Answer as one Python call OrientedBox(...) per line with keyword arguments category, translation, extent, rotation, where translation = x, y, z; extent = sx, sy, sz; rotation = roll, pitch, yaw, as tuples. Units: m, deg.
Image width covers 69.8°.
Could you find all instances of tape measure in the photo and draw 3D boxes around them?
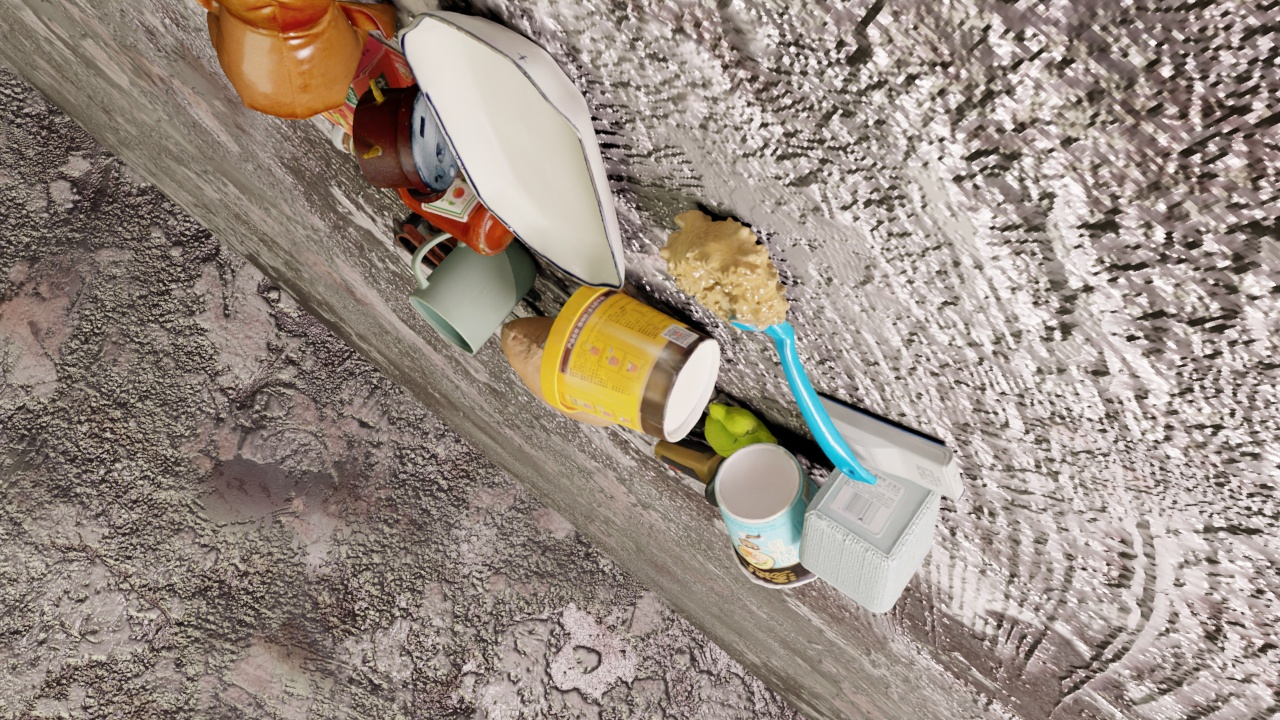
OrientedBox(category="tape measure", translation=(-0.234, -0.135, 1.027), extent=(0.066, 0.033, 0.066), rotation=(46, 161, -29))

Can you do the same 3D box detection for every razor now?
OrientedBox(category="razor", translation=(0.065, 0.115, 0.992), extent=(0.062, 0.067, 0.168), rotation=(48, 164, -26))

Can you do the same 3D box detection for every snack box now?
OrientedBox(category="snack box", translation=(-0.239, -0.229, 0.762), extent=(0.127, 0.044, 0.113), rotation=(35, 164, 13))

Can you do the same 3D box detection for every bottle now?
OrientedBox(category="bottle", translation=(-0.198, -0.165, 0.827), extent=(0.206, 0.059, 0.060), rotation=(33, 163, 21))

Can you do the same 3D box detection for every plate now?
OrientedBox(category="plate", translation=(-0.077, -0.145, 0.654), extent=(0.162, 0.034, 0.266), rotation=(33, 163, 22))

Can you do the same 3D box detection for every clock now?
OrientedBox(category="clock", translation=(-0.174, -0.168, 0.711), extent=(0.055, 0.082, 0.122), rotation=(2, 176, 12))

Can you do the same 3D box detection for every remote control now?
OrientedBox(category="remote control", translation=(0.178, 0.064, 0.680), extent=(0.125, 0.024, 0.049), rotation=(23, 158, 42))

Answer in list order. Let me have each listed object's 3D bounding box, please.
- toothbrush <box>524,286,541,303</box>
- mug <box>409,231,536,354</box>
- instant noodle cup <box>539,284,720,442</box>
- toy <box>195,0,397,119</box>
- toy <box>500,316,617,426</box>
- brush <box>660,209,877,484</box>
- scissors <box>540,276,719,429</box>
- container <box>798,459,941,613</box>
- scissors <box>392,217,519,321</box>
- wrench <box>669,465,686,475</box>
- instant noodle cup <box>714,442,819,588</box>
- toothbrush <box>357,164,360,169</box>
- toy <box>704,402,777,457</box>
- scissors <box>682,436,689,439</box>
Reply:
OrientedBox(category="toothbrush", translation=(-0.176, -0.120, 0.976), extent=(0.181, 0.015, 0.018), rotation=(39, 155, 1))
OrientedBox(category="mug", translation=(-0.169, -0.081, 0.897), extent=(0.082, 0.106, 0.112), rotation=(19, 155, 53))
OrientedBox(category="instant noodle cup", translation=(-0.005, 0.004, 0.770), extent=(0.114, 0.118, 0.118), rotation=(23, 159, 24))
OrientedBox(category="toy", translation=(-0.234, -0.252, 0.597), extent=(0.200, 0.140, 0.130), rotation=(130, 130, -73))
OrientedBox(category="toy", translation=(-0.066, 0.021, 0.971), extent=(0.143, 0.082, 0.226), rotation=(38, 173, 16))
OrientedBox(category="brush", translation=(0.098, 0.001, 0.629), extent=(0.083, 0.045, 0.255), rotation=(8, 140, 55))
OrientedBox(category="scissors", translation=(-0.006, 0.001, 0.917), extent=(0.221, 0.021, 0.228), rotation=(20, 156, 48))
OrientedBox(category="container", translation=(0.186, 0.133, 0.743), extent=(0.090, 0.089, 0.111), rotation=(31, 159, 25))
OrientedBox(category="scissors", translation=(-0.171, -0.082, 0.994), extent=(0.205, 0.015, 0.199), rotation=(25, 156, 6))
OrientedBox(category="wrench", translation=(0.111, 0.136, 1.020), extent=(0.274, 0.016, 0.056), rotation=(12, 147, 52))
OrientedBox(category="instant noodle cup", translation=(0.119, 0.136, 0.840), extent=(0.111, 0.111, 0.120), rotation=(28, 162, 35))
OrientedBox(category="toothbrush", translation=(-0.276, -0.207, 0.960), extent=(0.014, 0.016, 0.189), rotation=(47, 164, -25))
OrientedBox(category="toy", translation=(0.093, 0.071, 0.872), extent=(0.096, 0.031, 0.100), rotation=(41, 159, -18))
OrientedBox(category="scissors", translation=(0.024, 0.079, 1.080), extent=(0.133, 0.017, 0.135), rotation=(27, 157, 24))
